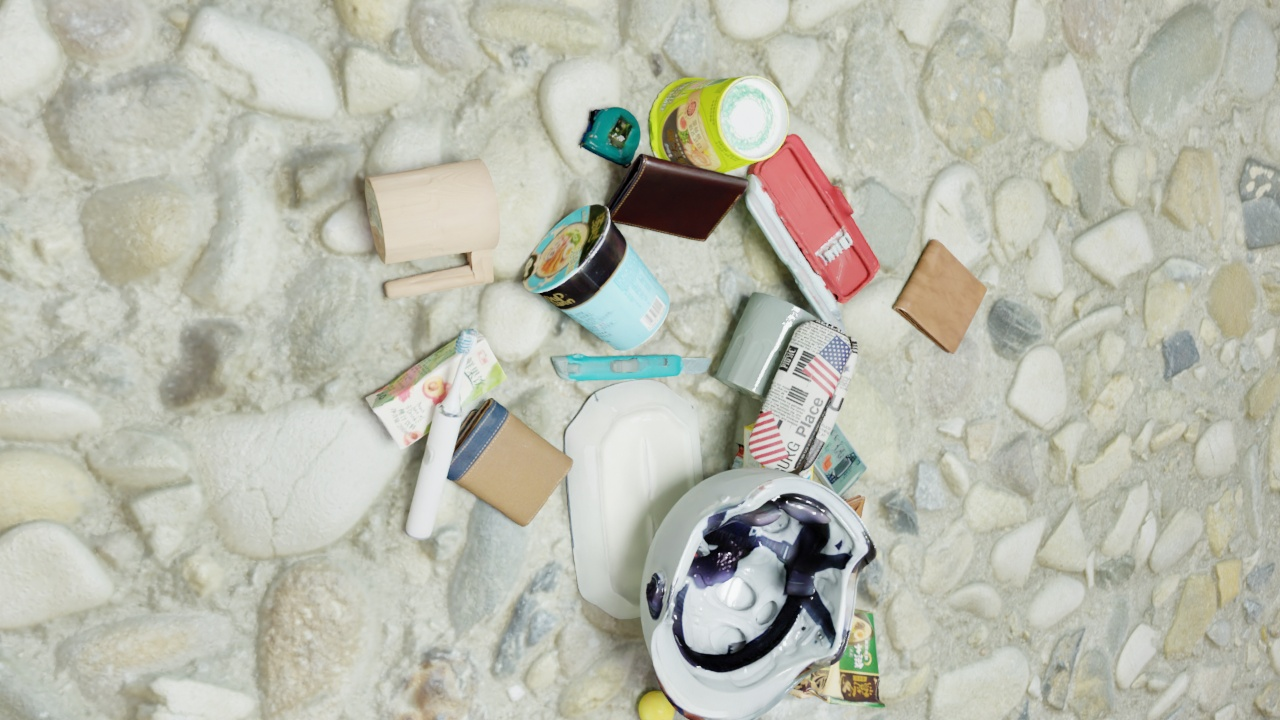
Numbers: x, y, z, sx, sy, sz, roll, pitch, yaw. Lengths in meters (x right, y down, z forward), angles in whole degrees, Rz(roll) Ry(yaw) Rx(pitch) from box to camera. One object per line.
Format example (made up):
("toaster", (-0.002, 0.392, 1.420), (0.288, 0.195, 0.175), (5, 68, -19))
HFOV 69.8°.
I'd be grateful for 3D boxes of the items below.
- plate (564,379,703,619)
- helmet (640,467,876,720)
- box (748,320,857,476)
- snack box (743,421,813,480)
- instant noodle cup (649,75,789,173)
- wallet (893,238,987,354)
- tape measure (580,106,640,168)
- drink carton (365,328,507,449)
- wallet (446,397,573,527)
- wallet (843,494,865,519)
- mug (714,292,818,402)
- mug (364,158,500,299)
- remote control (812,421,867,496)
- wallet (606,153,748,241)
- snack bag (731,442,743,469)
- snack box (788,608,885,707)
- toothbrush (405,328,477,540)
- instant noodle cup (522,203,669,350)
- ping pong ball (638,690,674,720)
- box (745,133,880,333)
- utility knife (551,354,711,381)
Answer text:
("plate", (0.004, 0.154, 0.986), (0.161, 0.034, 0.266), (-8, 100, -24))
("helmet", (0.095, 0.222, 0.937), (0.228, 0.146, 0.259), (17, 99, -25))
("box", (0.169, 0.039, 0.963), (0.086, 0.075, 0.162), (25, 91, -13))
("snack box", (0.155, 0.129, 1.031), (0.086, 0.034, 0.140), (-17, 114, -36))
("instant noodle cup", (0.083, -0.237, 0.923), (0.111, 0.123, 0.112), (-3, 98, -24))
("wallet", (0.374, -0.077, 1.137), (0.115, 0.020, 0.101), (35, 81, -27))
("tape measure", (-0.027, -0.229, 0.928), (0.058, 0.025, 0.054), (21, 89, -26))
("drink carton", (-0.193, 0.025, 0.872), (0.122, 0.045, 0.053), (-36, 121, -15))
("wallet", (-0.135, 0.103, 0.918), (0.115, 0.033, 0.090), (39, 83, -25))
("wallet", (0.204, 0.210, 1.062), (0.130, 0.035, 0.119), (-14, 123, -36))
("mug", (0.149, -0.004, 1.015), (0.124, 0.084, 0.103), (31, 83, -50))
("mug", (-0.190, -0.118, 0.845), (0.103, 0.084, 0.125), (-13, 128, -22))
("remote control", (0.215, 0.098, 1.085), (0.056, 0.019, 0.135), (-43, 112, -14))
("wallet", (0.035, -0.162, 0.934), (0.122, 0.097, 0.020), (8, 55, -26))
("snack bag", (0.111, 0.145, 1.038), (0.045, 0.026, 0.105), (24, 87, -40))
("snack box", (0.215, 0.335, 1.071), (0.117, 0.118, 0.105), (15, 80, -25))
("toothbrush", (-0.183, 0.070, 0.851), (0.026, 0.027, 0.221), (-9, 125, -50))
("instant noodle cup", (-0.037, -0.074, 0.907), (0.120, 0.111, 0.111), (43, 78, -32))
("ping pong ball", (0.018, 0.388, 1.019), (0.040, 0.040, 0.040), (-3, 98, -25))
("box", (0.183, -0.134, 1.015), (0.201, 0.069, 0.157), (52, 50, -22))
("utility knife", (-0.006, 0.006, 0.974), (0.184, 0.013, 0.029), (-2, 97, -25))
